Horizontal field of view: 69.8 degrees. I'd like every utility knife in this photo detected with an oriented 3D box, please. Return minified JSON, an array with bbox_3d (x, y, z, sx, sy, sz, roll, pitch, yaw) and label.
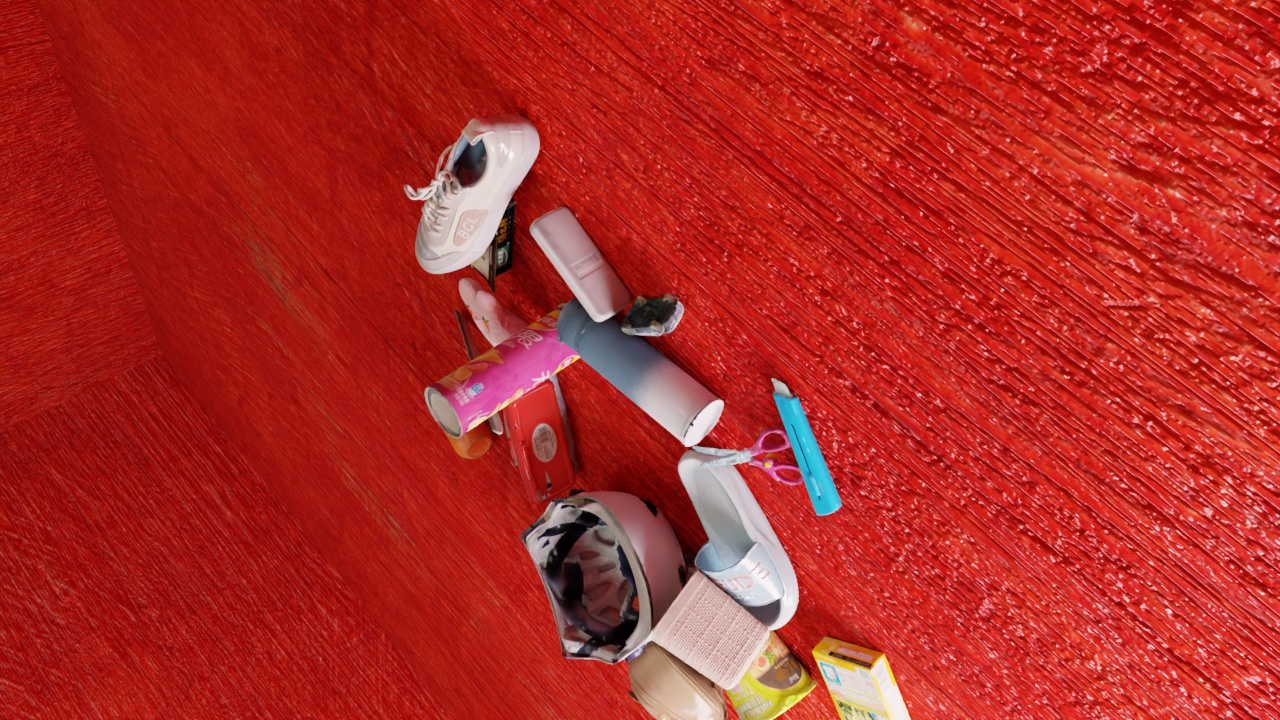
[{"bbox_3d":[0.166,0.088,0.928,0.034,0.018,0.159,-2,115,54],"label":"utility knife"}]

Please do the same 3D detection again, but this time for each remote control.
[{"bbox_3d":[-0.067,-0.107,1.022,0.136,0.055,0.020,54,146,2],"label":"remote control"}]

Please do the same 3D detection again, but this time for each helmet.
[{"bbox_3d":[-0.027,0.274,1.221,0.259,0.145,0.229,-38,72,45],"label":"helmet"}]

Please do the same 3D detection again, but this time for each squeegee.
[{"bbox_3d":[-0.201,0.081,1.373,0.247,0.039,0.246,78,169,-48],"label":"squeegee"}]

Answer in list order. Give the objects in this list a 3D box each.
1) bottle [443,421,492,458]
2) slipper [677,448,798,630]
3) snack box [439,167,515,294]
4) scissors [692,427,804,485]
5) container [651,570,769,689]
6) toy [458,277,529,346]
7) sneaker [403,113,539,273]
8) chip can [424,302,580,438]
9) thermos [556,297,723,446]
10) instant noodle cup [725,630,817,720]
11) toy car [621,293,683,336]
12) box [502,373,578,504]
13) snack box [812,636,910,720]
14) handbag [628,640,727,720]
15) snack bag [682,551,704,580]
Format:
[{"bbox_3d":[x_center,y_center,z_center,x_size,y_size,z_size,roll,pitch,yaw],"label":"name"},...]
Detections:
[{"bbox_3d":[-0.306,0.097,1.521,0.149,0.066,0.067,45,147,31],"label":"bottle"},{"bbox_3d":[0.105,0.216,1.071,0.104,0.074,0.245,-10,110,55],"label":"slipper"},{"bbox_3d":[-0.203,-0.167,1.148,0.125,0.053,0.113,40,144,21],"label":"snack box"},{"bbox_3d":[0.110,0.095,0.984,0.138,0.017,0.084,8,127,32],"label":"scissors"},{"bbox_3d":[0.083,0.321,1.079,0.111,0.089,0.090,35,161,14],"label":"container"},{"bbox_3d":[-0.177,-0.044,1.187,0.121,0.054,0.159,36,168,47],"label":"toy"},{"bbox_3d":[-0.210,-0.180,1.039,0.243,0.090,0.089,-46,69,37],"label":"sneaker"},{"bbox_3d":[-0.152,0.010,1.094,0.071,0.210,0.071,33,142,31],"label":"chip can"},{"bbox_3d":[-0.006,0.006,1.038,0.220,0.070,0.070,40,145,24],"label":"thermos"},{"bbox_3d":[0.140,0.379,1.151,0.123,0.111,0.112,56,149,13],"label":"instant noodle cup"},{"bbox_3d":[0.014,-0.045,0.987,0.034,0.042,0.091,39,159,-26],"label":"toy car"},{"bbox_3d":[-0.152,0.094,1.294,0.101,0.095,0.202,37,146,45],"label":"box"},{"bbox_3d":[0.261,0.391,1.063,0.087,0.033,0.140,-1,116,53],"label":"snack box"},{"bbox_3d":[0.048,0.453,1.281,0.148,0.100,0.204,40,178,6],"label":"handbag"},{"bbox_3d":[0.080,0.299,1.223,0.048,0.026,0.104,16,132,30],"label":"snack bag"}]
